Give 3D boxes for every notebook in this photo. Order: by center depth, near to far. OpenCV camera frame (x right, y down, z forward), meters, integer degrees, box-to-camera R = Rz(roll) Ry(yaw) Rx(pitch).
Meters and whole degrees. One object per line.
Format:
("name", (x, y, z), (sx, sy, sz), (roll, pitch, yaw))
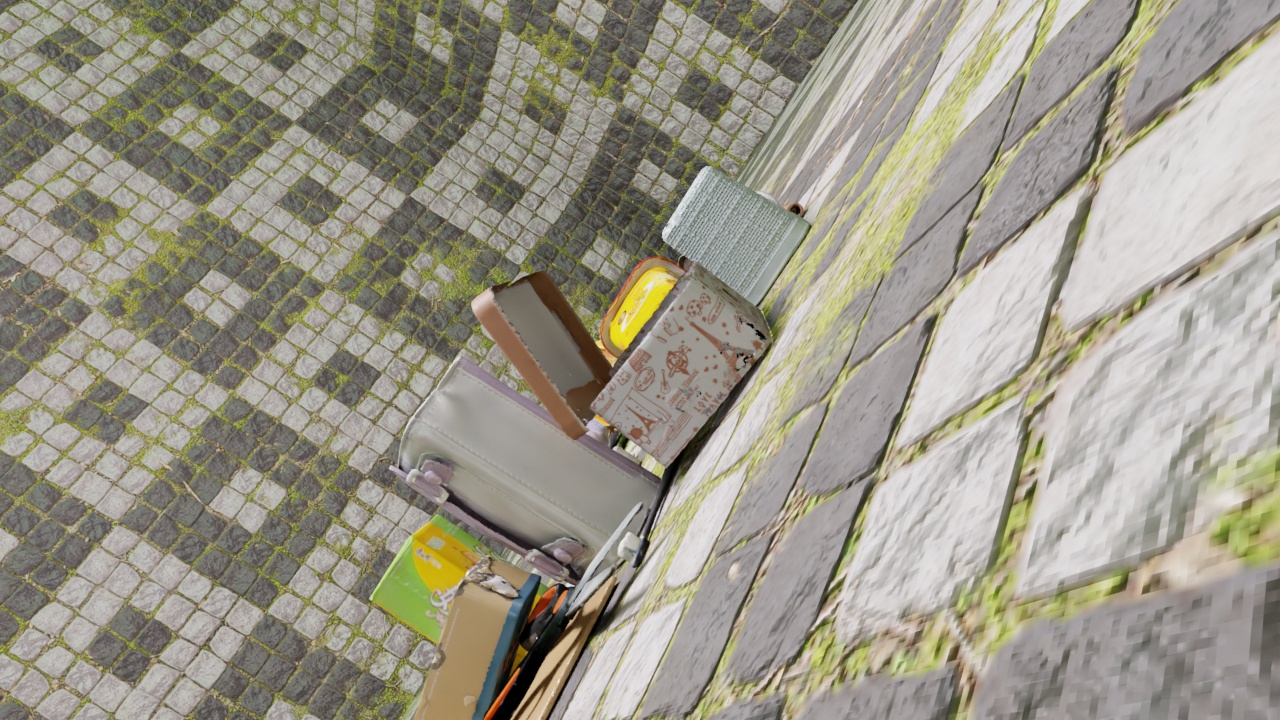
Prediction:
("notebook", (-0.088, 0.265, 0.673), (0.210, 0.012, 0.150), (-60, 4, -32))

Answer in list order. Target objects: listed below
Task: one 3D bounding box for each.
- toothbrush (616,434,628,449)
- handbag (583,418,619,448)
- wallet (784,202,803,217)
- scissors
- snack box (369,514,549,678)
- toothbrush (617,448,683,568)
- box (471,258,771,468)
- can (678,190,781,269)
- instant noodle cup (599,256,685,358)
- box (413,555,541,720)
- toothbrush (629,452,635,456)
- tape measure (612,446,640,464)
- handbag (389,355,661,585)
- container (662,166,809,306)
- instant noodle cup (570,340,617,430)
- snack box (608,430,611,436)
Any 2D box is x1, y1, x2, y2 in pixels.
("toothbrush", (-0.032, 0.119, 1.213), (0.185, 0.017, 0.012), (-62, -32, -58))
("handbag", (-0.089, 0.142, 1.349), (0.134, 0.075, 0.193), (-57, 4, 14))
("wallet", (0.130, -0.113, 0.969), (0.115, 0.020, 0.101), (-59, 2, 7))
("scissors", (-0.060, 0.193, 0.651), (0.210, 0.021, 0.222), (-60, 5, -17))
("snack box", (-0.170, 0.233, 0.918), (0.070, 0.157, 0.210), (-56, 2, -6))
("toothbrush", (0.016, 0.095, 0.707), (0.016, 0.018, 0.180), (-59, 0, 33))
("box", (-0.020, -0.031, 0.747), (0.157, 0.193, 0.183), (-50, 3, 11))
("can", (0.104, -0.135, 1.032), (0.132, 0.053, 0.053), (-44, -4, -27))
("instant noodle cup", (0.032, -0.031, 0.915), (0.116, 0.116, 0.123), (-57, 14, 5))
("box", (-0.140, 0.260, 0.762), (0.089, 0.060, 0.184), (-43, -30, -80))
("toothbrush", (-0.042, 0.147, 1.094), (0.016, 0.016, 0.181), (-62, 5, -36))
("tape measure", (-0.030, 0.125, 0.966), (0.065, 0.033, 0.066), (-59, 5, -23))
("handbag", (-0.101, 0.104, 0.761), (0.098, 0.197, 0.145), (-59, 2, -30))
("container", (0.086, -0.123, 0.868), (0.090, 0.111, 0.089), (-57, 2, 14))
("instant noodle cup", (-0.007, 0.006, 1.103), (0.114, 0.118, 0.119), (-48, -5, -46))
("snack box", (-0.016, 0.023, 1.241), (0.113, 0.053, 0.126), (-62, -34, -42))
